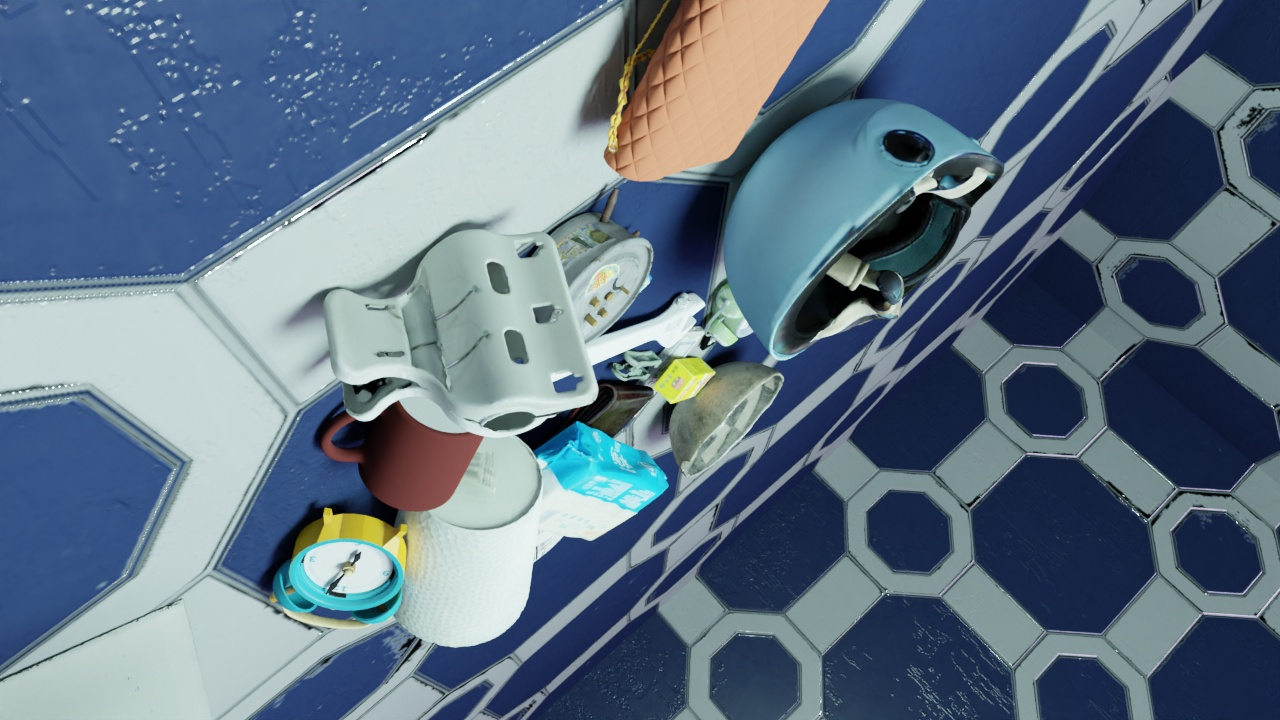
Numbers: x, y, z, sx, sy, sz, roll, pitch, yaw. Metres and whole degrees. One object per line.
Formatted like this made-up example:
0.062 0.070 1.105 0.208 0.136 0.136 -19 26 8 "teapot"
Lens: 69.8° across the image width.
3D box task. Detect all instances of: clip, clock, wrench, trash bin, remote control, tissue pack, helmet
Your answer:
-0.107 -0.013 0.534 0.144 0.124 0.075 -13 150 -11 "clip"
0.115 -0.063 1.000 0.119 0.042 0.095 -35 159 -27 "clock"
-0.015 -0.018 0.836 0.272 0.018 0.066 -23 154 -56 "wrench"
-0.147 0.144 0.776 0.133 0.133 0.162 -29 152 -38 "trash bin"
-0.049 -0.047 0.665 0.148 0.056 0.104 -45 162 -3 "clock"
0.019 0.015 1.021 0.136 0.011 0.050 -51 161 22 "remote control"
-0.005 0.004 0.929 0.045 0.023 0.076 -51 163 15 "clip"
-0.231 0.167 0.716 0.099 0.043 0.130 16 124 -20 "clock"
0.124 -0.052 1.095 0.139 0.009 0.030 -32 159 -32 "remote control"
-0.061 0.126 0.931 0.117 0.066 0.209 -35 154 13 "tissue pack"
0.167 -0.117 0.788 0.264 0.167 0.226 -32 156 -38 "helmet"

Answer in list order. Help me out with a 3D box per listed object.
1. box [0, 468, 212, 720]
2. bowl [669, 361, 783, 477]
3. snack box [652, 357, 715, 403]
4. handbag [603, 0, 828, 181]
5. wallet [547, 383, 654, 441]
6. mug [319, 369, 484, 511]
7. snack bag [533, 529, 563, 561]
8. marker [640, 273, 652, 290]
-0.346 0.262 0.590 0.172 0.380 0.167 -37 170 39 "box"
0.095 0.060 1.166 0.178 0.081 0.179 -40 162 -16 "bowl"
0.051 0.021 1.035 0.040 0.029 0.148 -50 171 10 "snack box"
0.045 -0.192 0.532 0.108 0.060 0.172 -32 162 -47 "handbag"
-0.049 0.068 0.969 0.120 0.031 0.099 -46 159 16 "wallet"
-0.163 0.050 0.631 0.105 0.073 0.083 8 132 -30 "mug"
-0.108 0.179 1.054 0.143 0.039 0.131 -43 156 -30 "snack bag"
-0.043 -0.026 0.796 0.142 0.013 0.013 -44 162 0 "marker"
